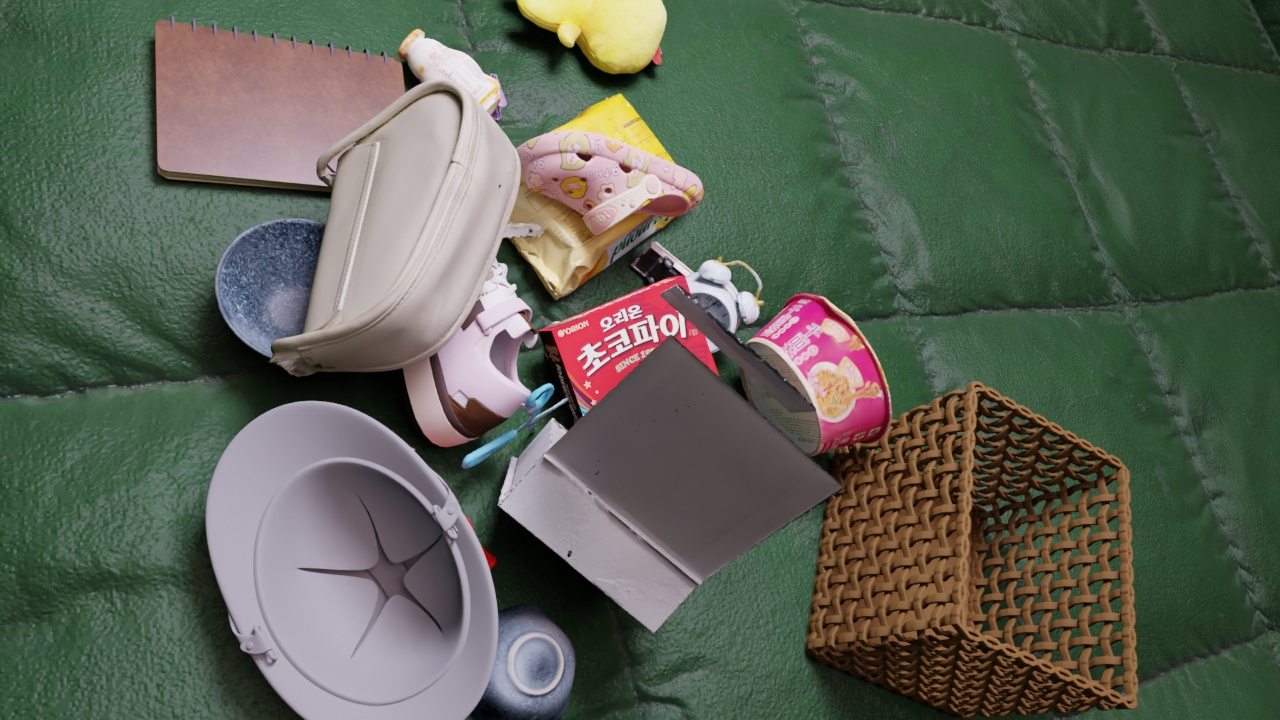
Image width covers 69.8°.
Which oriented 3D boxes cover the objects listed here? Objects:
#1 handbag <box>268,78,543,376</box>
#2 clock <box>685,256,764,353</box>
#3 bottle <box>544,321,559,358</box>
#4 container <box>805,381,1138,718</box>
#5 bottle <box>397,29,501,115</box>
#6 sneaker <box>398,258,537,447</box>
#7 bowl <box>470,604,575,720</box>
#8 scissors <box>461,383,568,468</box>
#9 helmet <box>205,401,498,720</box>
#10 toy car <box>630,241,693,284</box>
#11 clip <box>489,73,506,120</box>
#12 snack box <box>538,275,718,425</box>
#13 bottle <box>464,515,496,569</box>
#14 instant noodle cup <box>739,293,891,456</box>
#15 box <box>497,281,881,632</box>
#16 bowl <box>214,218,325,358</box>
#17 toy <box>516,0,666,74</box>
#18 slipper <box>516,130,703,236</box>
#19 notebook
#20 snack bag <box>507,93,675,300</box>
[{"bbox_3d":[-0.191,-0.094,0.757,0.132,0.184,0.228,47,41,-55],"label":"handbag"},{"bbox_3d":[0.076,-0.058,0.971,0.083,0.118,0.057,45,20,-7],"label":"clock"},{"bbox_3d":[-0.042,-0.014,0.932,0.109,0.044,0.044,6,66,-27],"label":"bottle"},{"bbox_3d":[0.334,0.205,0.941,0.219,0.215,0.251,26,58,-18],"label":"container"},{"bbox_3d":[-0.199,-0.293,0.952,0.109,0.063,0.063,41,55,-8],"label":"bottle"},{"bbox_3d":[-0.155,-0.077,0.826,0.111,0.117,0.293,32,46,-62],"label":"sneaker"},{"bbox_3d":[-0.097,0.258,0.773,0.110,0.055,0.110,12,63,-25],"label":"bowl"},{"bbox_3d":[-0.111,0.062,0.816,0.129,0.135,0.015,-38,76,-13],"label":"scissors"},{"bbox_3d":[-0.211,0.163,0.720,0.183,0.118,0.271,-34,81,-5],"label":"helmet"},{"bbox_3d":[0.045,-0.087,1.018,0.113,0.039,0.039,37,34,-11],"label":"toy car"},{"bbox_3d":[-0.157,-0.289,0.998,0.013,0.032,0.051,-1,68,-29],"label":"clip"},{"bbox_3d":[-0.005,0.005,0.905,0.151,0.036,0.133,-24,101,-24],"label":"snack box"},{"bbox_3d":[-0.173,0.139,0.793,0.119,0.036,0.036,44,55,-6],"label":"bottle"},{"bbox_3d":[0.174,0.026,0.969,0.077,0.179,0.178,-27,84,-18],"label":"instant noodle cup"},{"bbox_3d":[0.013,0.088,0.733,0.167,0.331,0.164,41,43,-9],"label":"box"},{"bbox_3d":[-0.296,-0.049,0.793,0.137,0.057,0.137,12,63,-25],"label":"bowl"},{"bbox_3d":[-0.052,-0.404,1.068,0.207,0.092,0.133,3,64,-26],"label":"toy"},{"bbox_3d":[-0.027,-0.163,0.896,0.197,0.093,0.081,9,75,-26],"label":"slipper"},{"bbox_3d":[-0.336,-0.239,0.875,0.225,0.024,0.167,0,70,-30],"label":"notebook"},{"bbox_3d":[-0.053,-0.188,0.986,0.159,0.068,0.246,50,54,0],"label":"snack bag"}]
